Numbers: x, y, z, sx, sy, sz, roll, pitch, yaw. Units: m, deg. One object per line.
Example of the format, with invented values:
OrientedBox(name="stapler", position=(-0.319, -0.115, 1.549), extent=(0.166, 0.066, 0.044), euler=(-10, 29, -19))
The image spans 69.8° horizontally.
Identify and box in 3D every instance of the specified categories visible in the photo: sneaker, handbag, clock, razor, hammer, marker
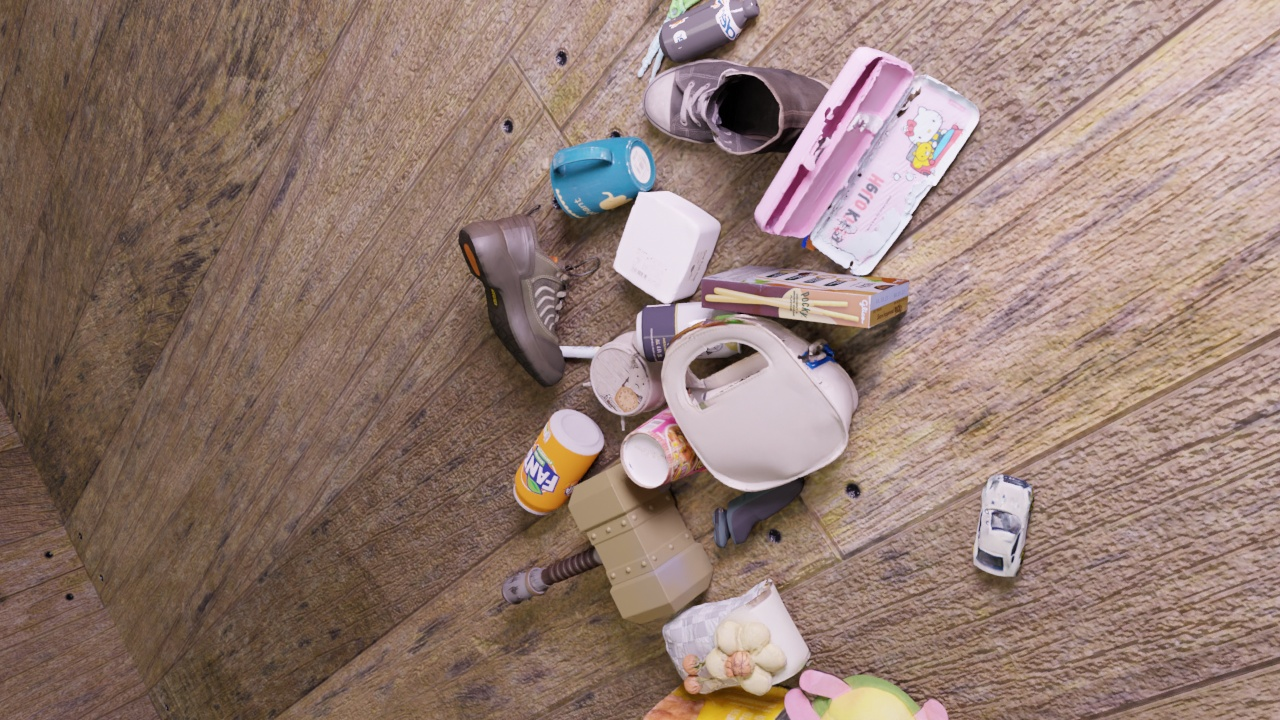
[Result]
OrientedBox(name="sneaker", position=(0.079, -0.263, 0.952), extent=(0.235, 0.119, 0.095), euler=(23, 116, 33))
OrientedBox(name="handbag", position=(0.103, 0.347, 1.104), extent=(0.172, 0.123, 0.112), euler=(-27, 92, 33))
OrientedBox(name="clock", position=(-0.006, 0.006, 1.128), extent=(0.103, 0.061, 0.157), euler=(48, 128, 16))
OrientedBox(name="razor", position=(0.138, 0.174, 1.081), extent=(0.052, 0.047, 0.143), euler=(42, 124, -15))
OrientedBox(name="sneaker", position=(-0.126, -0.092, 1.175), extent=(0.101, 0.142, 0.238), euler=(28, 144, 54))
OrientedBox(name="handbag", position=(0.121, 0.032, 1.000), extent=(0.201, 0.092, 0.199), euler=(-29, 107, 38))
OrientedBox(name="hammer", position=(-0.081, 0.272, 1.233), extent=(0.326, 0.100, 0.190), euler=(-31, 84, 38))
OrientedBox(name="marker", position=(-0.107, -0.011, 1.227), extent=(0.147, 0.017, 0.017), euler=(1, 103, 37))

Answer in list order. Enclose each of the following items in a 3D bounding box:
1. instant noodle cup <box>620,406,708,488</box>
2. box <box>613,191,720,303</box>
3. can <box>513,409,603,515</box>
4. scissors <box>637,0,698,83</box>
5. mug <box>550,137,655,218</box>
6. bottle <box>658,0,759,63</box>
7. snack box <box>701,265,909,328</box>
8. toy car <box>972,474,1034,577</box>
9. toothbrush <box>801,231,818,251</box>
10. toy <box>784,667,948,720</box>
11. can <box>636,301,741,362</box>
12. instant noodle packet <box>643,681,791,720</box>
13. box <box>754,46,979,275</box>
OrientedBox(name="instant noodle cup", position=(0.035, 0.103, 1.094), extent=(0.098, 0.108, 0.098), euler=(11, 109, 35))
OrientedBox(name="box", position=(0.034, -0.136, 1.074), extent=(0.102, 0.076, 0.107), euler=(36, 119, 26))
OrientedBox(name="can", position=(-0.112, 0.138, 1.233), extent=(0.079, 0.078, 0.143), euler=(46, 125, 18))
OrientedBox(name="scissors", position=(0.043, -0.380, 1.012), extent=(0.078, 0.032, 0.176), euler=(37, 126, 20))
OrientedBox(name="mug", position=(-0.048, -0.220, 1.065), extent=(0.104, 0.112, 0.084), euler=(-8, 79, 31))
OrientedBox(name="bottle", position=(0.073, -0.354, 0.973), extent=(0.113, 0.046, 0.047), euler=(-15, 94, 31))
OrientedBox(name="snack box", position=(0.169, -0.069, 0.950), extent=(0.186, 0.100, 0.032), euler=(10, 108, 35))
OrientedBox(name="toy car", position=(0.360, 0.167, 0.918), extent=(0.048, 0.033, 0.105), euler=(14, 110, 35))
OrientedBox(name="toothbrush", position=(0.213, -0.189, 0.936), extent=(0.018, 0.016, 0.183), euler=(38, 123, 16))
OrientedBox(name="toy", position=(0.271, 0.439, 1.027), extent=(0.238, 0.087, 0.190), euler=(35, 102, 19))
OrientedBox(name="can", position=(0.062, -0.034, 1.042), extent=(0.127, 0.064, 0.064), euler=(-3, 102, 9))
OrientedBox(name="instant noodle packet", position=(0.070, 0.478, 1.104), extent=(0.163, 0.221, 0.084), euler=(-4, 104, 39))
OrientedBox(name="box", position=(0.213, -0.195, 0.899), extent=(0.202, 0.149, 0.073), euler=(-59, 23, 31))
